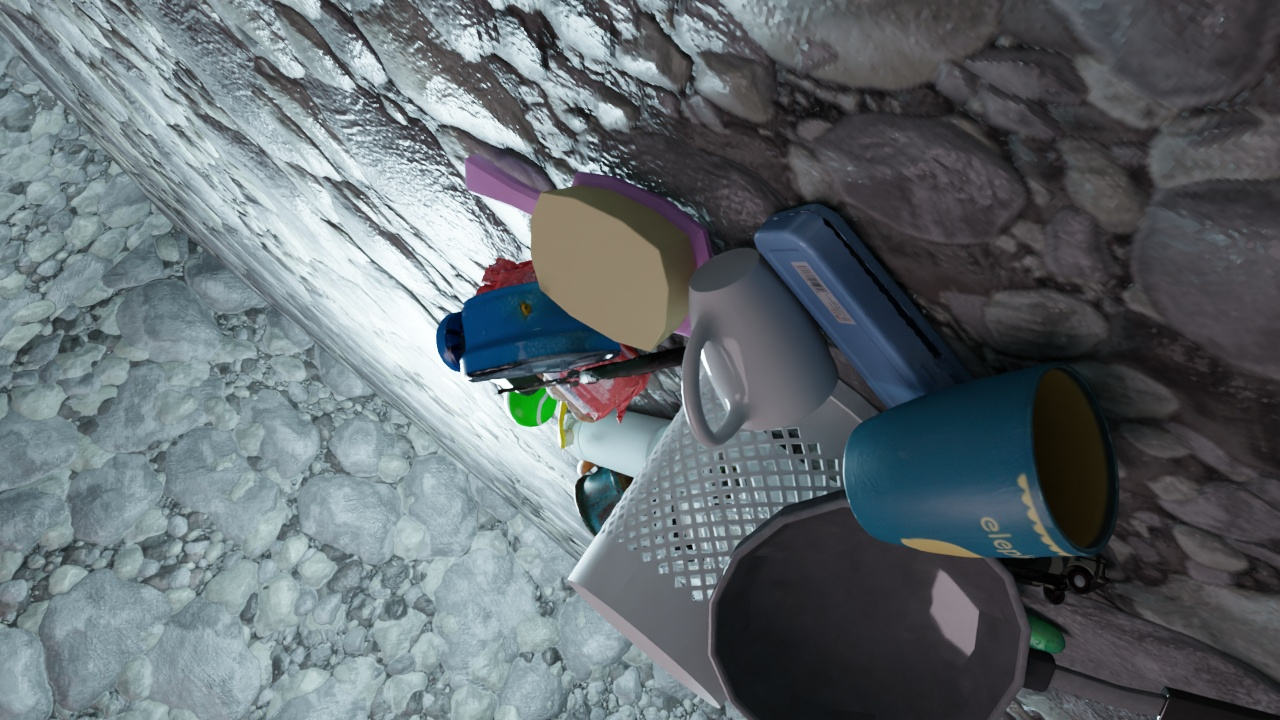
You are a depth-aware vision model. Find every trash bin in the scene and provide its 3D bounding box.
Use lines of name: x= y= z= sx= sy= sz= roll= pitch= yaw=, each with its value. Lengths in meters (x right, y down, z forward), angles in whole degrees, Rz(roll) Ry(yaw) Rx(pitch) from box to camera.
trash bin: x=0.063 y=0.119 z=0.650 sx=0.195 sy=0.199 sz=0.196 roll=37 pitch=163 yaw=13

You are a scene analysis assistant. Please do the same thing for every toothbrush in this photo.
toothbrush: x=-0.081 y=0.031 z=0.963 sx=0.021 sy=0.016 sz=0.136 roll=35 pitch=131 yaw=54

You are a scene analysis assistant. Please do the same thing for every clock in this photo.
clock: x=-0.087 y=-0.018 z=0.682 sx=0.162 sy=0.116 sz=0.060 roll=-12 pitch=87 yaw=51
clock: x=-0.026 y=0.159 z=1.085 sx=0.121 sy=0.073 sz=0.157 roll=18 pitch=-142 yaw=-53

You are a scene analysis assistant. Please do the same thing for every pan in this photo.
pan: x=0.215 y=0.174 z=0.526 sx=0.357 sy=0.179 sz=0.041 roll=13 pitch=-160 yaw=6

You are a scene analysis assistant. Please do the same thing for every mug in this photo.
mug: x=0.166 y=0.057 z=0.442 sx=0.112 sy=0.084 sz=0.104 roll=24 pitch=153 yaw=-36
mug: x=0.055 y=-0.005 z=0.523 sx=0.071 sy=0.107 sz=0.089 roll=5 pitch=133 yaw=47

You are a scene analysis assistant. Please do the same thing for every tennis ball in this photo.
tennis ball: x=-0.136 y=0.050 z=1.136 sx=0.065 sy=0.065 sz=0.065 roll=37 pitch=163 yaw=13

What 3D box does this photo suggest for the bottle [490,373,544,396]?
bottle: x=-0.133 y=0.000 z=1.012 sx=0.131 sy=0.061 sz=0.061 roll=17 pitch=154 yaw=53

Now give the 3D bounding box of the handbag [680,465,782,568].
handbag: x=0.105 y=0.168 z=0.906 sx=0.139 sy=0.072 sz=0.195 roll=49 pitch=164 yaw=4

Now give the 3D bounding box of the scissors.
scissors: x=-0.004 y=0.004 z=0.654 sx=0.202 sy=0.201 sz=0.015 roll=-11 pitch=91 yaw=44

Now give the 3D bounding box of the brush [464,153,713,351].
brush: x=-0.051 y=-0.085 z=0.603 sx=0.229 sy=0.043 sz=0.089 roll=30 pitch=132 yaw=32

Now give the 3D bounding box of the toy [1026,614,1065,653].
toy: x=0.241 y=0.191 z=0.684 sx=0.131 sy=0.072 sz=0.193 roll=-13 pitch=140 yaw=20

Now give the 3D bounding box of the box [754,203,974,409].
box: x=0.142 y=-0.003 z=0.495 sx=0.209 sy=0.037 sz=0.066 roll=48 pitch=168 yaw=-16

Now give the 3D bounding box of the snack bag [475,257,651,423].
snack bag: x=-0.065 y=-0.022 z=0.794 sx=0.176 sy=0.082 sz=0.082 roll=44 pitch=163 yaw=-12

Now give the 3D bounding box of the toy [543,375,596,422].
toy: x=-0.065 y=0.001 z=0.884 sx=0.085 sy=0.074 sz=0.106 roll=43 pitch=165 yaw=44

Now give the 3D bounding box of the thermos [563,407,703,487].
thermos: x=-0.013 y=0.086 z=0.962 sx=0.078 sy=0.065 sz=0.207 roll=17 pitch=175 yaw=-27

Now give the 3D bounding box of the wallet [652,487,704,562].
wallet: x=0.034 y=0.169 z=1.033 sx=0.089 sy=0.026 sz=0.114 roll=50 pitch=-161 yaw=-39

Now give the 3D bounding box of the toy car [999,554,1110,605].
toy car: x=0.229 y=0.120 z=0.555 sx=0.092 sy=0.037 sz=0.040 roll=11 pitch=156 yaw=8
